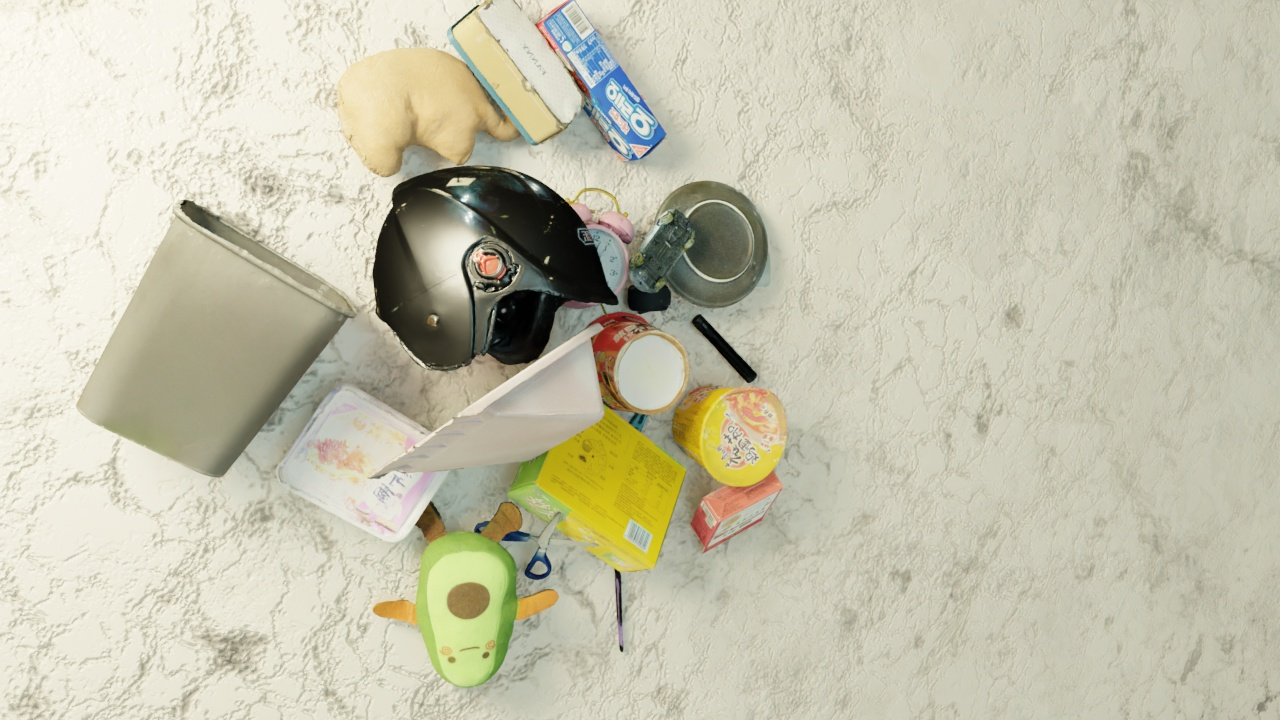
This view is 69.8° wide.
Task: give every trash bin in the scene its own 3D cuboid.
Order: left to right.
[{"bbox_3d":[-0.440,-0.022,0.945,0.198,0.199,0.219,34,88,-25],"label":"trash bin"}]

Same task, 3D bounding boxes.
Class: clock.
[{"bbox_3d":[-0.068,-0.142,1.176,0.117,0.060,0.158,11,91,-28],"label":"clock"}]

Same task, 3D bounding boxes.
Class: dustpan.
[{"bbox_3d":[-0.162,0.033,1.045,0.272,0.223,0.138,3,67,-44],"label":"dustpan"}]

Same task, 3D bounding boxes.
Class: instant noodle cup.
[{"bbox_3d":[-0.326,0.118,1.087,0.173,0.060,0.138,37,81,-27],"label":"instant noodle cup"},{"bbox_3d":[-0.007,0.007,1.200,0.137,0.109,0.138,-4,98,-26],"label":"instant noodle cup"},{"bbox_3d":[0.117,0.096,1.273,0.137,0.110,0.138,-4,99,-25],"label":"instant noodle cup"}]

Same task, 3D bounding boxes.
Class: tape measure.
[{"bbox_3d":[0.011,-0.082,1.225,0.058,0.057,0.039,-2,97,-7],"label":"tape measure"}]

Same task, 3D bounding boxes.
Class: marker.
[{"bbox_3d":[0.121,-0.016,1.308,0.020,0.022,0.132,-32,117,27],"label":"marker"}]

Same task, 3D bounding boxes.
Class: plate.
[{"bbox_3d":[0.101,-0.162,1.257,0.179,0.024,0.179,2,85,-23],"label":"plate"}]

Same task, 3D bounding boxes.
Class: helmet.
[{"bbox_3d":[-0.165,-0.105,1.028,0.275,0.233,0.230,-7,92,12],"label":"helmet"}]

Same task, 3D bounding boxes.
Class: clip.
[{"bbox_3d":[-0.007,0.091,1.266,0.038,0.013,0.055,33,84,-27],"label":"clip"}]

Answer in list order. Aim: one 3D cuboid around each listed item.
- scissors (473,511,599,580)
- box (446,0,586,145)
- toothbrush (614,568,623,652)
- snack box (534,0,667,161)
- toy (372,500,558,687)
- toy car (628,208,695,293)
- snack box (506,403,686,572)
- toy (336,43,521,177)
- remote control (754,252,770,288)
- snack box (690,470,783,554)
[{"bbox_3d":[-0.134,0.234,1.170,0.012,0.176,0.163,-70,165,-44],"label":"scissors"},{"bbox_3d":[-0.148,-0.352,1.090,0.184,0.059,0.089,51,42,-20],"label":"box"},{"bbox_3d":[-0.029,0.321,1.288,0.016,0.014,0.189,-11,102,-37],"label":"toothbrush"},{"bbox_3d":[-0.051,-0.347,1.155,0.057,0.058,0.207,-45,113,-14],"label":"snack box"},{"bbox_3d":[-0.215,0.293,1.138,0.227,0.090,0.247,-2,97,-1],"label":"toy"},{"bbox_3d":[0.026,-0.142,1.192,0.054,0.037,0.120,44,67,-29],"label":"toy car"},{"bbox_3d":[-0.051,0.156,1.190,0.210,0.070,0.157,39,53,-25],"label":"snack box"},{"bbox_3d":[-0.237,-0.296,1.065,0.225,0.083,0.143,-16,105,-28],"label":"toy"},{"bbox_3d":[0.122,-0.126,1.292,0.135,0.020,0.056,-6,98,-23],"label":"remote control"},{"bbox_3d":[0.133,0.213,1.312,0.113,0.127,0.044,-24,65,-22],"label":"snack box"}]
